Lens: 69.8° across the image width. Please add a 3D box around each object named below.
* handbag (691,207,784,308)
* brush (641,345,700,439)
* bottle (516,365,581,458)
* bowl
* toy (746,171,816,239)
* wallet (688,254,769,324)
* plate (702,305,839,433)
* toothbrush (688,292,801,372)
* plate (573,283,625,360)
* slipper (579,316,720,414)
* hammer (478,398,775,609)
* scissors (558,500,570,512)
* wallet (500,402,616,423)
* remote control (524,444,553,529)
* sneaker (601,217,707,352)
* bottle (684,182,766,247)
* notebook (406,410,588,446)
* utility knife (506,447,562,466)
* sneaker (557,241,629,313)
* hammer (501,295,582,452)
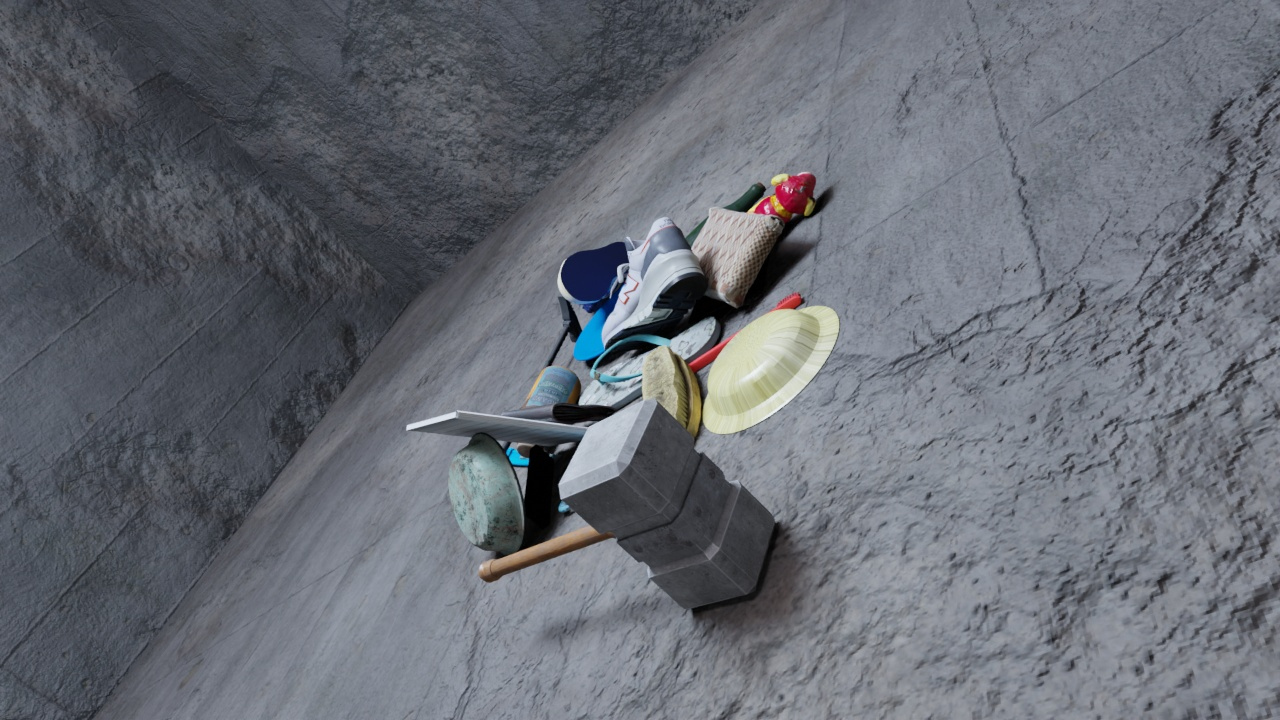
[{"bbox_3d":[0.117,-0.139,1.211,0.124,0.047,0.186,-60,23,1],"label":"handbag"},{"bbox_3d":[0.034,0.040,1.065,0.059,0.043,0.195,-40,25,18],"label":"brush"},{"bbox_3d":[-0.139,0.079,1.322,0.068,0.068,0.156,-32,23,35],"label":"bottle"},{"bbox_3d":[-0.195,0.169,1.124,0.038,0.157,0.158,-13,-1,-34],"label":"bowl"},{"bbox_3d":[0.181,-0.200,1.252,0.138,0.067,0.105,-39,25,43],"label":"toy"},{"bbox_3d":[0.119,-0.091,1.218,0.116,0.018,0.091,-31,23,32],"label":"wallet"},{"bbox_3d":[0.126,-0.003,0.985,0.185,0.036,0.184,-39,19,17],"label":"plate"},{"bbox_3d":[0.107,-0.023,1.103,0.213,0.012,0.017,-34,21,29],"label":"toothbrush"},{"bbox_3d":[-0.017,-0.076,1.457,0.225,0.024,0.224,-39,19,16],"label":"plate"},{"bbox_3d":[-0.007,0.007,1.222,0.270,0.054,0.098,-27,30,41],"label":"slipper"},{"bbox_3d":[-0.054,0.160,0.822,0.319,0.162,0.082,-28,25,41],"label":"hammer"},{"bbox_3d":[-0.063,0.133,1.136,0.134,0.011,0.140,-50,18,-15],"label":"scissors"},{"bbox_3d":[-0.104,0.073,1.196,0.100,0.119,0.031,-7,84,41],"label":"wallet"},{"bbox_3d":[-0.130,0.160,1.176,0.013,0.034,0.149,-40,22,16],"label":"remote control"},{"bbox_3d":[0.009,-0.107,1.252,0.240,0.088,0.124,-40,58,54],"label":"sneaker"},{"bbox_3d":[0.124,-0.203,1.383,0.174,0.055,0.055,-45,18,-5],"label":"bottle"},{"bbox_3d":[-0.166,0.088,1.154,0.143,0.209,0.009,-16,69,51],"label":"notebook"},{"bbox_3d":[-0.164,0.140,1.334,0.222,0.015,0.031,-6,46,59],"label":"utility knife"},{"bbox_3d":[-0.101,-0.125,1.573,0.119,0.091,0.232,-39,1,37],"label":"sneaker"},{"bbox_3d":[-0.165,0.029,1.472,0.015,0.095,0.323,1,44,22],"label":"hammer"}]
